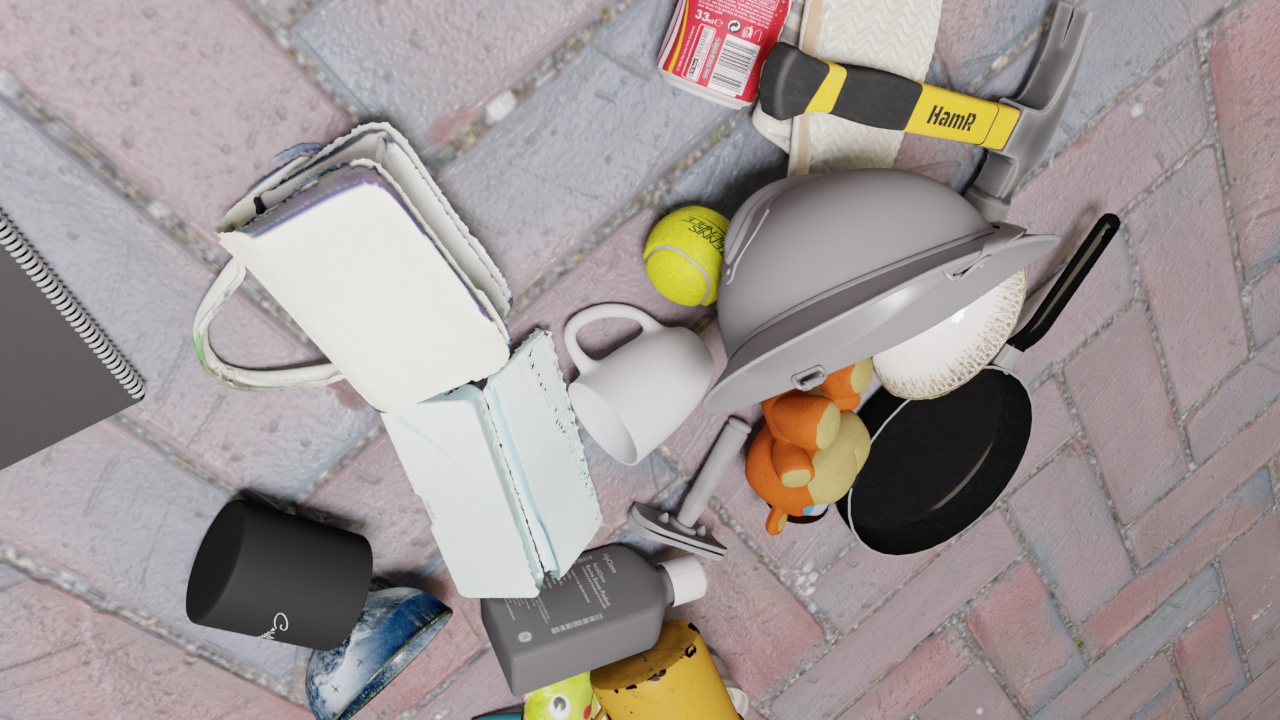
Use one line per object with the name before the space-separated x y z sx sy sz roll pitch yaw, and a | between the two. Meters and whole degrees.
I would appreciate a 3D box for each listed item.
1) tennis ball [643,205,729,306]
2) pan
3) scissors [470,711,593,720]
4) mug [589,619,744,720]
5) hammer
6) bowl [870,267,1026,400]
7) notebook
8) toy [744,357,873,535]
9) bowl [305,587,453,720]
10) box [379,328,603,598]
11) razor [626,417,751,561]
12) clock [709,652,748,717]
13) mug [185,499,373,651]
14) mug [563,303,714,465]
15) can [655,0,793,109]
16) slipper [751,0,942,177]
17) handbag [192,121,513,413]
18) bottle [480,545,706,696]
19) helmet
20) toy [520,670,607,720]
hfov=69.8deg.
tennis ball | 0.035 -0.069 0.612 0.065 0.065 0.065 -13 123 -21
pan | 0.302 0.023 0.818 0.204 0.044 0.356 19 108 -34
scissors | -0.080 0.325 0.799 0.155 0.019 0.125 27 116 -21
mug | 0.010 0.276 0.728 0.123 0.101 0.094 -28 99 -27
hammer | 0.191 -0.168 0.600 0.323 0.034 0.170 -5 126 -42
bowl | 0.226 -0.047 0.725 0.145 0.063 0.145 -12 122 -19
notebook | -0.379 -0.025 0.459 0.149 0.016 0.207 -28 127 -9
toy | 0.129 0.066 0.719 0.111 0.096 0.176 -50 167 -34
bowl | -0.194 0.198 0.648 0.114 0.061 0.114 -44 173 -7
box | -0.097 0.081 0.652 0.126 0.074 0.198 -36 134 -29
razor | 0.053 0.099 0.741 0.088 0.047 0.116 25 97 -36
clock | 0.038 0.299 0.838 0.103 0.061 0.157 -23 133 -10
mug | -0.244 0.148 0.600 0.088 0.078 0.114 28 129 -36
mug | -0.004 0.004 0.643 0.089 0.071 0.107 -38 100 -23
can | 0.055 -0.208 0.541 0.064 0.064 0.105 9 113 -31
slipper | 0.131 -0.162 0.613 0.114 0.054 0.273 -17 133 -22
handbag | -0.179 -0.038 0.532 0.176 0.074 0.151 -25 127 11
bottle | -0.031 0.193 0.724 0.173 0.083 0.046 -12 125 -22
helmet | 0.129 -0.067 0.576 0.270 0.117 0.184 -20 165 -31
toy | -0.051 0.268 0.768 0.117 0.043 0.092 0 74 -36
